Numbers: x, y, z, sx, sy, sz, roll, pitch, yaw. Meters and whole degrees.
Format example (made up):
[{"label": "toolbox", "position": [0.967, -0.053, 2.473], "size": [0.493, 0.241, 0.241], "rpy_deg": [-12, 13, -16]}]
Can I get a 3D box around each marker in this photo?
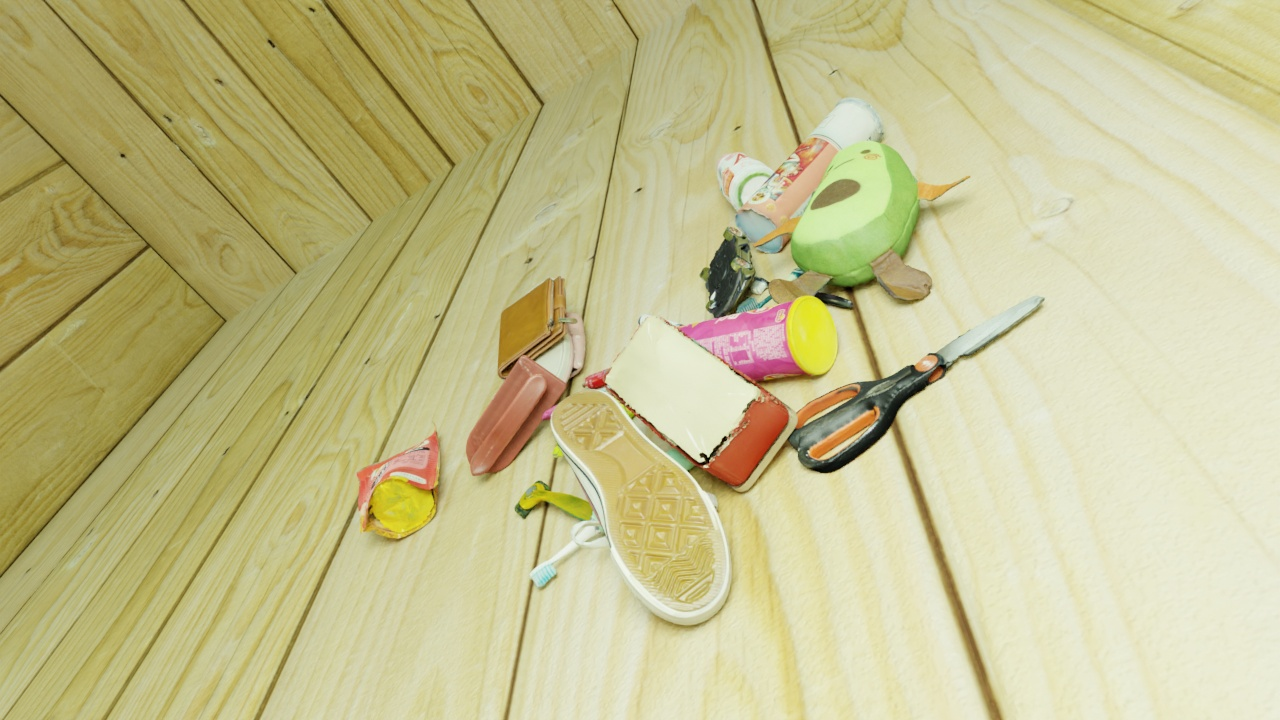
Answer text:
[{"label": "marker", "position": [0.031, -0.037, 1.073], "size": [0.022, 0.018, 0.131], "rpy_deg": [-53, 27, -10]}]

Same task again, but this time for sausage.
[{"label": "sausage", "position": [-0.006, 0.006, 1.046], "size": [0.156, 0.020, 0.020], "rpy_deg": [-22, 29, 32]}]

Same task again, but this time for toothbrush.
[{"label": "toothbrush", "position": [-0.012, 0.128, 0.832], "size": [0.224, 0.026, 0.027], "rpy_deg": [-38, 61, -2]}, {"label": "toothbrush", "position": [0.166, -0.096, 0.961], "size": [0.191, 0.018, 0.016], "rpy_deg": [-38, 24, -23]}, {"label": "toothbrush", "position": [0.164, -0.069, 0.954], "size": [0.018, 0.015, 0.181], "rpy_deg": [-48, 25, -9]}]

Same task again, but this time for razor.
[{"label": "razor", "position": [-0.079, 0.142, 0.902], "size": [0.043, 0.028, 0.133], "rpy_deg": [-46, 27, -26]}]

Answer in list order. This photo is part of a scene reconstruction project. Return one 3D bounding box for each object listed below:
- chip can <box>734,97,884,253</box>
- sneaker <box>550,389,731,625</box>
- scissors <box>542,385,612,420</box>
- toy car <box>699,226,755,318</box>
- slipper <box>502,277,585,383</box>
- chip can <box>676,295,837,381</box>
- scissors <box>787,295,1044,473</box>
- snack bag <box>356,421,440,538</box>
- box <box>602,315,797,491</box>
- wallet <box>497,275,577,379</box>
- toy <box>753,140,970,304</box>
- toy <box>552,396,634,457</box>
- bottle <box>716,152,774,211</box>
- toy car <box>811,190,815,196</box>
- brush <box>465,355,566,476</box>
[{"label": "chip can", "position": [0.204, -0.223, 1.102], "size": [0.214, 0.071, 0.071], "rpy_deg": [-48, 26, -20]}, {"label": "sneaker", "position": [0.001, 0.124, 0.752], "size": [0.118, 0.088, 0.241], "rpy_deg": [-30, 47, -10]}, {"label": "scissors", "position": [-0.054, 0.039, 1.019], "size": [0.125, 0.017, 0.134], "rpy_deg": [-24, 3, -44]}, {"label": "toy car", "position": [0.101, -0.096, 1.039], "size": [0.070, 0.042, 0.157], "rpy_deg": [-60, 13, 28]}, {"label": "slipper", "position": [-0.123, -0.019, 1.204], "size": [0.114, 0.054, 0.274], "rpy_deg": [-35, 31, 14]}, {"label": "chip can", "position": [0.084, -0.010, 0.891], "size": [0.211, 0.071, 0.071], "rpy_deg": [-11, 36, 46]}, {"label": "scissors", "position": [0.215, 0.005, 0.746], "size": [0.234, 0.022, 0.137], "rpy_deg": [-42, 24, -9]}, {"label": "snack bag", "position": [-0.303, 0.147, 1.155], "size": [0.128, 0.073, 0.208], "rpy_deg": [-35, 19, -5]}, {"label": "box", "position": [0.043, 0.028, 0.791], "size": [0.091, 0.079, 0.168], "rpy_deg": [-54, 42, 2]}, {"label": "wallet", "position": [-0.135, -0.050, 1.164], "size": [0.119, 0.035, 0.130], "rpy_deg": [-32, 33, 18]}, {"label": "toy", "position": [0.215, -0.141, 0.919], "size": [0.227, 0.090, 0.246], "rpy_deg": [-10, 39, 28]}, {"label": "toy", "position": [-0.049, 0.068, 0.983], "size": [0.100, 0.031, 0.096], "rpy_deg": [-12, 30, 39]}, {"label": "bottle", "position": [0.139, -0.244, 1.237], "size": [0.068, 0.068, 0.196], "rpy_deg": [-34, 20, 8]}, {"label": "toy car", "position": [0.234, -0.197, 1.055], "size": [0.091, 0.036, 0.043], "rpy_deg": [-47, 25, -18]}, {"label": "brush", "position": [-0.150, 0.069, 1.051], "size": [0.146, 0.063, 0.069], "rpy_deg": [-54, 7, 9]}]
